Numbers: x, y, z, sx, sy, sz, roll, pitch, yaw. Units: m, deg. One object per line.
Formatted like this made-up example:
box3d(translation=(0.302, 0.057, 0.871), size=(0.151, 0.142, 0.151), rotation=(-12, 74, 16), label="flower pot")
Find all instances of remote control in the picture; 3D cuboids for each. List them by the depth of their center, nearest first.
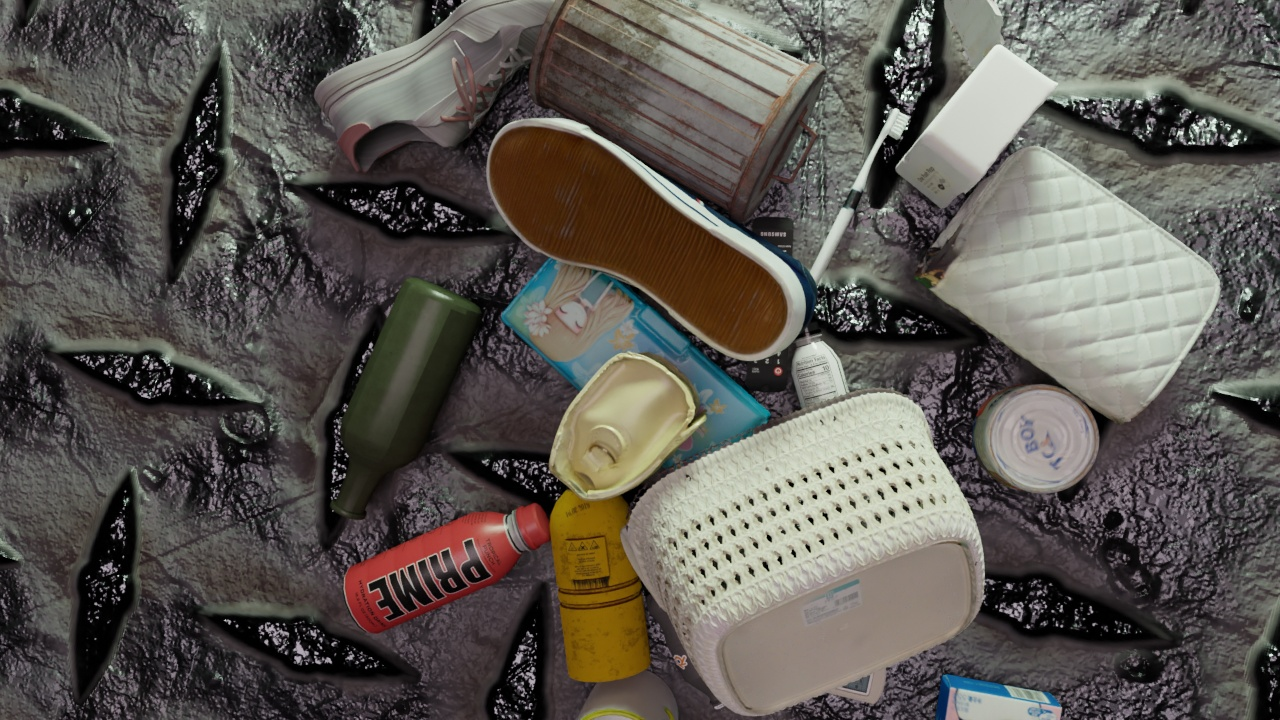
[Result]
box3d(translation=(0.139, 0.251, 0.760), size=(0.125, 0.018, 0.038), rotation=(12, 92, 6), label="remote control")
box3d(translation=(0.107, -0.047, 0.763), size=(0.033, 0.015, 0.147), rotation=(3, 91, 7), label="remote control")

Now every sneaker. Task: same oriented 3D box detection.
box3d(translation=(0.012, -0.100, 0.719), size=(0.294, 0.127, 0.121), rotation=(32, 118, 19), label="sneaker")
box3d(translation=(-0.151, -0.222, 0.757), size=(0.236, 0.099, 0.089), rotation=(-21, 87, 14), label="sneaker")

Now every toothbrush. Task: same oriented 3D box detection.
box3d(translation=(0.172, -0.120, 0.750), size=(0.017, 0.012, 0.187), rotation=(27, 90, 4), label="toothbrush")

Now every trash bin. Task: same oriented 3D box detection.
box3d(translation=(0.035, -0.206, 0.715), size=(0.211, 0.130, 0.131), rotation=(30, 94, 8), label="trash bin")

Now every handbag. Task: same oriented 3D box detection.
box3d(translation=(-0.008, 0.051, 0.690), size=(0.081, 0.119, 0.111), rotation=(38, 94, 6), label="handbag")
box3d(translation=(0.323, -0.058, 0.703), size=(0.195, 0.072, 0.138), rotation=(38, 76, 6), label="handbag")

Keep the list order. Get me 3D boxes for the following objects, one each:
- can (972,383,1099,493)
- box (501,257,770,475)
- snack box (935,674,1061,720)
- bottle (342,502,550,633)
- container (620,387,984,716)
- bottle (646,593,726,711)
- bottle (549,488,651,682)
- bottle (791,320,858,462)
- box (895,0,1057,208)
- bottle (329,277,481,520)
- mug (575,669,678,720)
box3d(translation=(0.310, 0.061, 0.724), size=(0.086, 0.043, 0.086), rotation=(0, 88, 7), label="can")
box3d(translation=(-0.004, 0.004, 0.768), size=(0.227, 0.039, 0.094), rotation=(42, 96, 6), label="box")
box3d(translation=(0.277, 0.338, 0.735), size=(0.088, 0.033, 0.154), rotation=(8, 92, 8), label="snack box")
box3d(translation=(-0.160, 0.170, 0.775), size=(0.177, 0.062, 0.062), rotation=(-24, 87, 7), label="bottle")
box3d(translation=(0.122, 0.140, 0.663), size=(0.251, 0.143, 0.185), rotation=(-22, 127, -2), label="container")
box3d(translation=(0.043, 0.238, 0.762), size=(0.036, 0.036, 0.110), rotation=(-28, 87, 6), label="bottle")
box3d(translation=(-0.036, 0.171, 0.754), size=(0.071, 0.071, 0.164), rotation=(-7, 89, 7), label="bottle")
box3d(translation=(0.148, 0.025, 0.745), size=(0.041, 0.041, 0.116), rotation=(-16, 88, 7), label="bottle")
box3d(translation=(0.257, -0.212, 0.698), size=(0.101, 0.111, 0.189), rotation=(19, 88, 3), label="box")
box3d(translation=(-0.206, 0.036, 0.776), size=(0.071, 0.071, 0.207), rotation=(25, 93, 6), label="bottle")
box3d(translation=(-0.014, 0.302, 0.735), size=(0.082, 0.106, 0.082), rotation=(0, 90, 7), label="mug")
